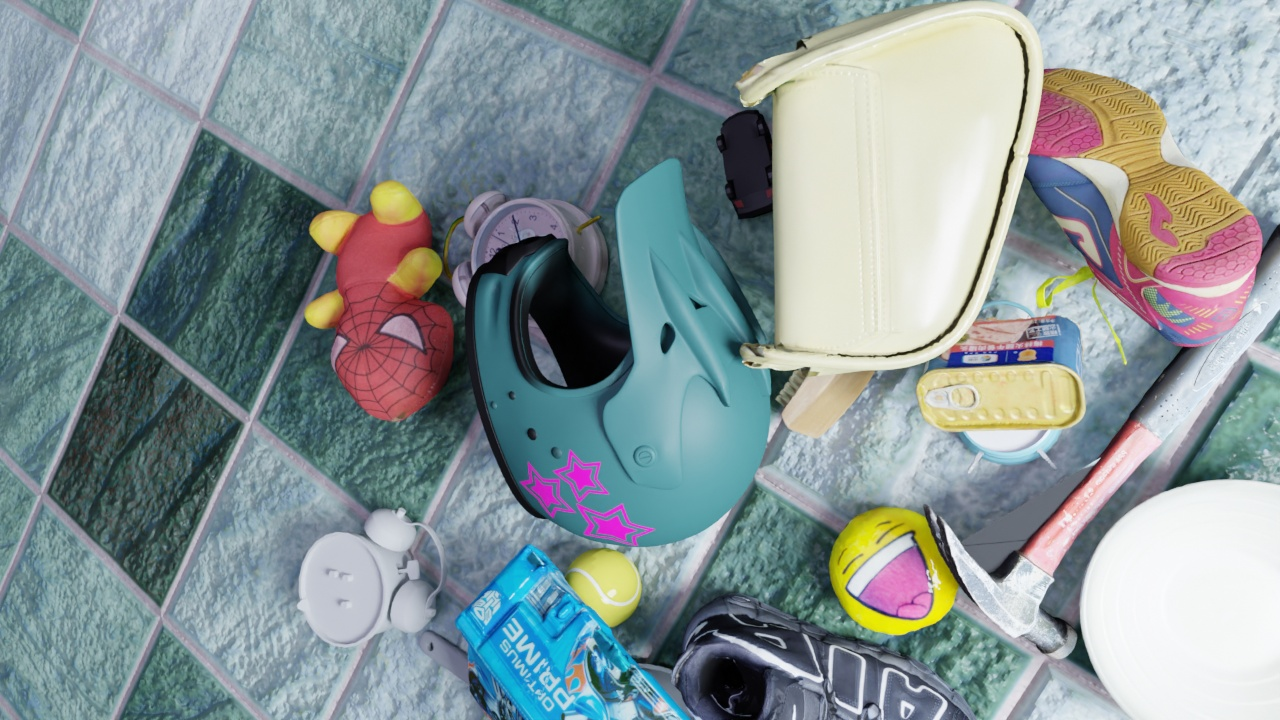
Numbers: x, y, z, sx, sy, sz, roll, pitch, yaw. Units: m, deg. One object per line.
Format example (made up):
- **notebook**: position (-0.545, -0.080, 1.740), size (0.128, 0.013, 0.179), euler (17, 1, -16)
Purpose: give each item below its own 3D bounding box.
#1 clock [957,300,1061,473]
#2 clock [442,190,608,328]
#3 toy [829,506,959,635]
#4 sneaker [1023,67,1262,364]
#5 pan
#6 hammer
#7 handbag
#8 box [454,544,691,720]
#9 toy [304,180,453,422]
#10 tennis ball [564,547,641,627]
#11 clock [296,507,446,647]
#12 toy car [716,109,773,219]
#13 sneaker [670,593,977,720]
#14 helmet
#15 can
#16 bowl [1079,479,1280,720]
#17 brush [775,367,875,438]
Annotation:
- **clock**: position (0.261, 0.018, 0.658), size (0.087, 0.042, 0.123), euler (-5, 79, 24)
- **clock**: position (-0.109, -0.092, 0.819), size (0.158, 0.058, 0.117), euler (14, 92, 25)
- **toy**: position (0.187, 0.155, 0.679), size (0.095, 0.041, 0.094), euler (-44, 74, 13)
- **sneaker**: position (0.302, -0.104, 0.611), size (0.116, 0.091, 0.241), euler (-23, 48, 7)
- **pan**: position (-0.064, 0.326, 0.785), size (0.357, 0.050, 0.201), euler (23, 96, 21)
- **hammer**: position (0.326, 0.041, 0.606), size (0.140, 0.036, 0.326), euler (36, 97, -11)
- **handbag**: position (0.154, -0.105, 0.595), size (0.191, 0.088, 0.233), euler (-2, 103, -1)
- **box**: position (-0.059, 0.278, 0.688), size (0.243, 0.070, 0.171), euler (40, 111, 36)
- **toy**: position (-0.234, -0.049, 0.853), size (0.148, 0.098, 0.216), euler (-19, 78, 33)
- **tennis ball**: position (-0.032, 0.189, 0.763), size (0.065, 0.065, 0.065), euler (-2, 86, 24)
- **clock**: position (-0.251, 0.205, 0.864), size (0.159, 0.061, 0.120), euler (-26, 77, 22)
- **toy car**: position (0.090, -0.159, 0.746), size (0.042, 0.036, 0.091), euler (-17, 70, 24)
- **sneaker**: position (0.128, 0.249, 0.640), size (0.253, 0.150, 0.097), euler (22, 95, 23)
- **helmet**: position (-0.004, 0.004, 0.682), size (0.201, 0.176, 0.275), euler (-10, 105, 28)
- **can**: position (0.236, 0.008, 0.602), size (0.100, 0.058, 0.054), euler (-4, 127, 28)
- **bowl**: position (0.376, 0.162, 0.582), size (0.177, 0.057, 0.176), euler (-2, 86, 24)
- **brush**: position (0.149, 0.003, 0.702), size (0.039, 0.049, 0.117), euler (40, 103, 40)
